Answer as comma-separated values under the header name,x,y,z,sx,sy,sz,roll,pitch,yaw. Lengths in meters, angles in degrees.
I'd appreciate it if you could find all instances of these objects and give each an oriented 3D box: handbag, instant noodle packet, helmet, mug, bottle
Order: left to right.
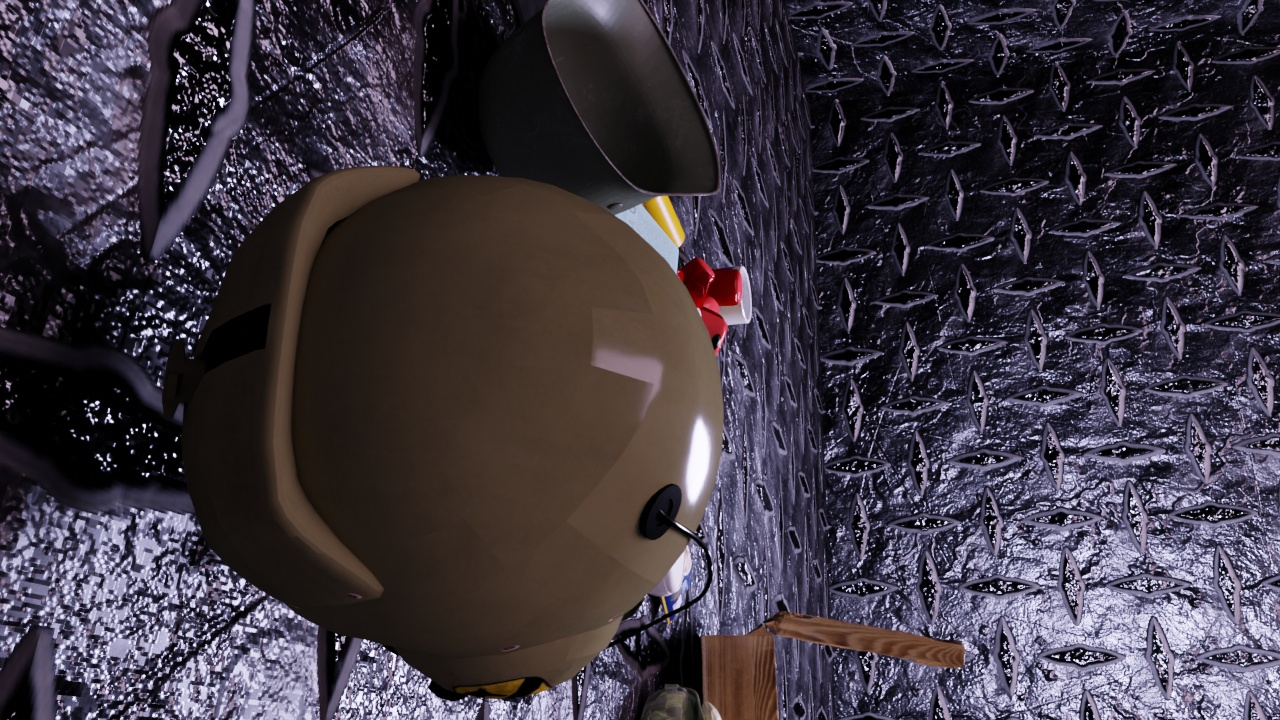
name,x,y,z,sx,sy,sz,roll,pitch,yaw
helmet,-0.090,0.025,0.426,0.233,0.256,0.250,51,36,-66
helmet,-0.054,-0.212,0.805,0.227,0.154,0.267,61,21,-11
bottle,0.021,-0.206,1.241,0.144,0.043,0.043,58,32,-56
instant noodle packet,0.042,0.271,1.202,0.134,0.026,0.087,-50,129,-67
handbag,0.050,0.457,1.017,0.186,0.117,0.113,-57,140,-67
mug,0.129,-0.101,1.477,0.121,0.090,0.091,-4,89,-73

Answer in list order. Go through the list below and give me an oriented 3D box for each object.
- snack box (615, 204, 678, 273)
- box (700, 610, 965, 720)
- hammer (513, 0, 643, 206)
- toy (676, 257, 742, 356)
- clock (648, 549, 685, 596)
name,x,y,z,sx,sy,sz,roll,pitch,yaw
snack box,-0.026,-0.138,0.974,0.174,0.053,0.074,44,36,-36
box,0.248,0.450,1.230,0.279,0.336,0.286,65,22,-72
hammer,-0.035,-0.282,1.016,0.162,0.083,0.318,-72,152,-51
toy,0.055,-0.051,1.190,0.158,0.120,0.196,-65,166,17
clock,0.008,0.206,1.062,0.161,0.073,0.125,65,25,-64
